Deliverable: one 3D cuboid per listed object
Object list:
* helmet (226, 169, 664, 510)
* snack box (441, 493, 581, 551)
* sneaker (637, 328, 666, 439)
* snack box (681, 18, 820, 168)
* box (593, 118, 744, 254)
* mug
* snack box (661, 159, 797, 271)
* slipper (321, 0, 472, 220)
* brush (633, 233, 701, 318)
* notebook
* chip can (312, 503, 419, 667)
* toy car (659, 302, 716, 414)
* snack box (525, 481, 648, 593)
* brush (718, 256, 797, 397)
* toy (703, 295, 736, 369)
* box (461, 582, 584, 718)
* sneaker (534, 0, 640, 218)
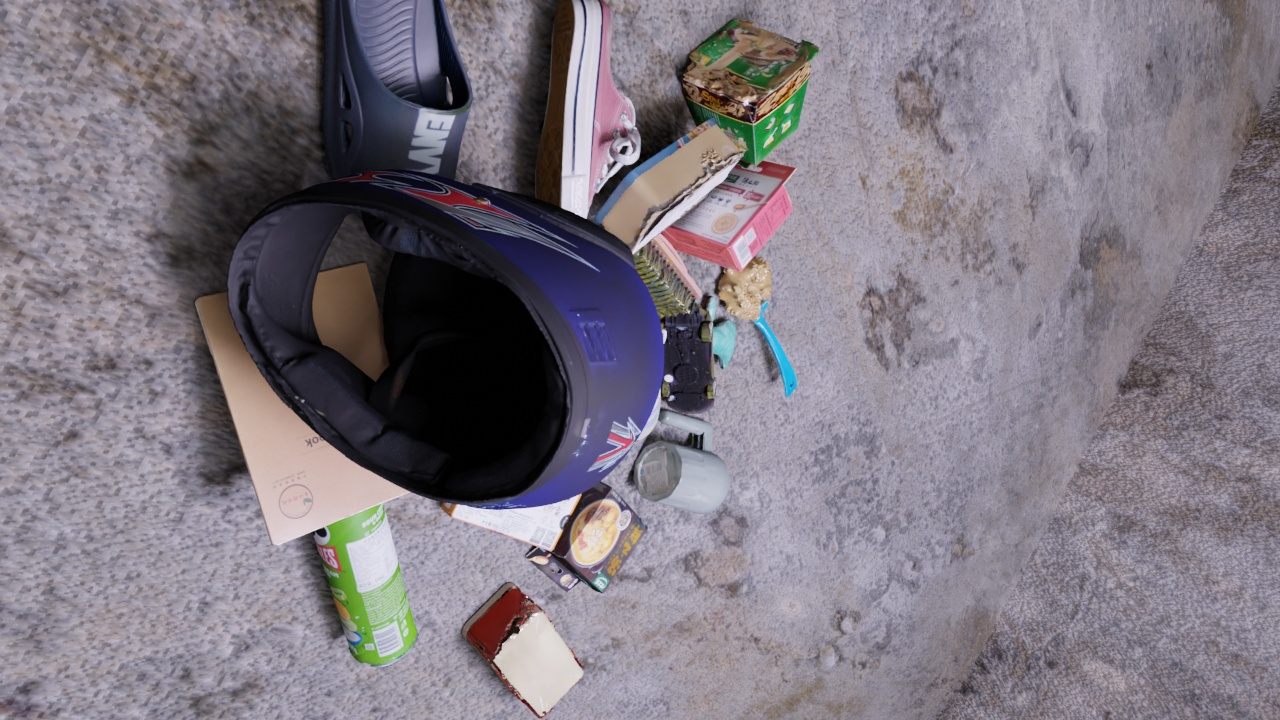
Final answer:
[{"bbox_3d":[-0.132,-0.025,0.742,0.248,0.315,0.240,-61,173,18],"label":"helmet"},{"bbox_3d":[-0.139,0.155,1.010,0.153,0.026,0.075,30,85,-41],"label":"snack box"},{"bbox_3d":[-0.006,0.006,1.039,0.089,0.091,0.242,-40,135,-23],"label":"sneaker"},{"bbox_3d":[0.120,-0.289,1.009,0.117,0.118,0.106,-44,148,-21],"label":"snack box"},{"bbox_3d":[0.028,-0.179,0.949,0.183,0.059,0.090,-40,177,-43],"label":"box"},{"bbox_3d":[0.054,0.131,1.188,0.103,0.084,0.123,20,68,-48],"label":"mug"},{"bbox_3d":[0.103,-0.171,1.041,0.127,0.113,0.044,-49,136,-16],"label":"snack box"},{"bbox_3d":[-0.191,-0.223,0.731,0.110,0.083,0.268,-19,121,-37],"label":"slipper"},{"bbox_3d":[0.011,-0.110,1.023,0.145,0.063,0.072,48,45,-45],"label":"brush"},{"bbox_3d":[-0.270,0.032,0.774,0.147,0.008,0.207,-20,99,-39],"label":"notebook"},{"bbox_3d":[-0.268,0.187,0.874,0.072,0.072,0.236,-28,129,-34],"label":"chip can"},{"bbox_3d":[0.056,-0.002,1.121,0.042,0.070,0.158,-69,158,-54],"label":"toy car"},{"bbox_3d":[-0.062,0.224,1.132,0.125,0.053,0.113,-55,139,-17],"label":"snack box"},{"bbox_3d":[0.168,-0.040,1.224,0.083,0.046,0.255,-50,133,-23],"label":"brush"},{"bbox_3d":[0.093,-0.034,1.169,0.091,0.030,0.096,0,105,-49],"label":"toy"},{"bbox_3d":[-0.131,0.353,1.100,0.091,0.080,0.168,-43,136,-21],"label":"box"},{"bbox_3d":[-0.044,-0.218,0.873,0.087,0.118,0.241,1,106,-24],"label":"sneaker"}]
